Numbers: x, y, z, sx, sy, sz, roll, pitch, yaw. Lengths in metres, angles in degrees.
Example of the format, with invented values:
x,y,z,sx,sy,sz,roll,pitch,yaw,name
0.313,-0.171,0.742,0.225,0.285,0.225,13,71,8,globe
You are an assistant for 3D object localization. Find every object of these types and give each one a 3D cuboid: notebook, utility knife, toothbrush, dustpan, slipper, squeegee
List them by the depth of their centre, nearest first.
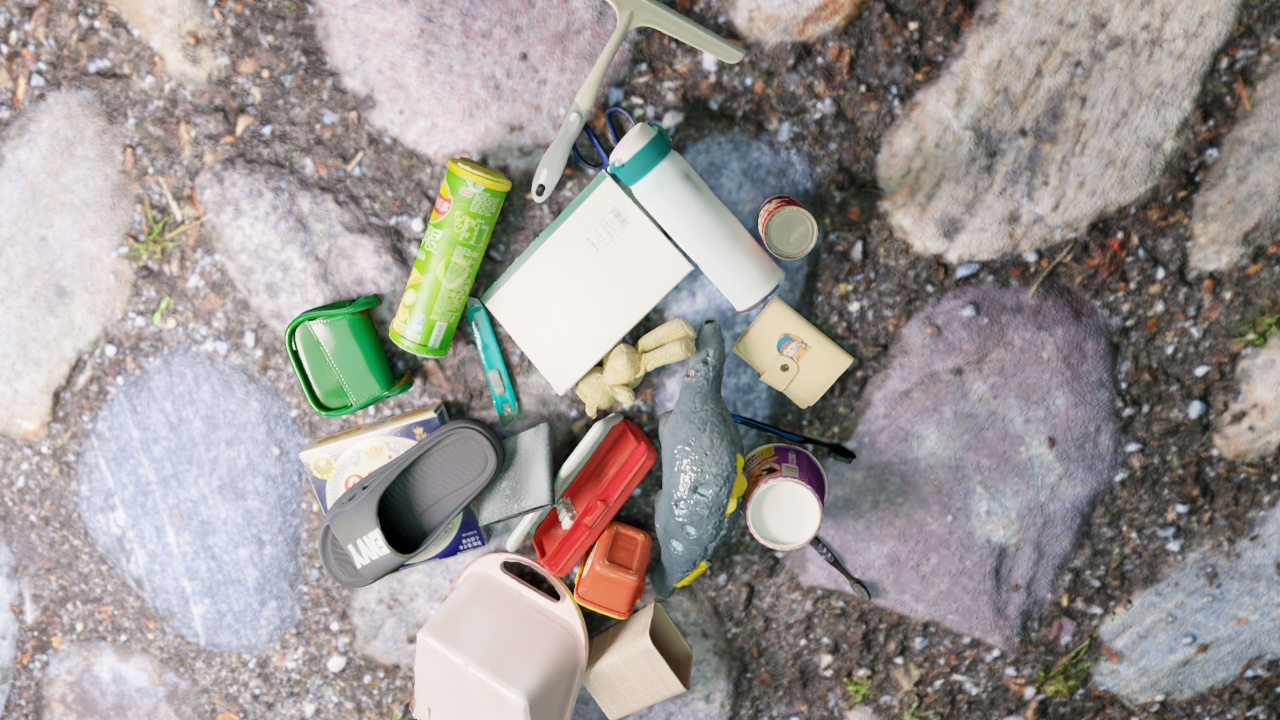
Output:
x,y,z,sx,sy,sz,roll,pitch,yaw,name
-0.057,-0.276,0.963,0.246,0.039,0.247,30,103,-1,squeegee
-0.064,-0.084,1.014,0.209,0.012,0.150,-43,82,17,notebook
-0.272,0.169,1.044,0.268,0.083,0.110,-39,98,11,slipper
0.160,0.086,1.070,0.189,0.014,0.016,18,131,0,toothbrush
-0.174,0.001,1.072,0.029,0.013,0.161,-15,104,7,utility knife
0.215,0.224,1.103,0.014,0.016,0.189,-43,97,8,toothbrush
-0.164,0.379,1.136,0.223,0.138,0.274,26,134,20,dustpan

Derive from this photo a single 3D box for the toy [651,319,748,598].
x,y,z,sx,sy,sz,roll,pitch,yaw,name
0.063,0.135,1.035,0.091,0.138,0.357,2,106,-19,toy

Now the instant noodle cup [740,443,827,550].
x,y,z,sx,sy,sz,roll,pitch,yaw,name
0.161,0.160,1.042,0.111,0.099,0.111,1,102,5,instant noodle cup

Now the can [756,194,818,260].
x,y,z,sx,sy,sz,roll,pitch,yaw,name
0.149,-0.140,0.946,0.053,0.132,0.053,1,106,4,can

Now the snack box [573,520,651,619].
x,y,z,sx,sy,sz,roll,pitch,yaw,name
-0.027,0.243,1.077,0.082,0.091,0.080,21,132,-3,snack box

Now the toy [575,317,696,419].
x,y,z,sx,sy,sz,roll,pitch,yaw,name
-0.006,0.006,1.030,0.157,0.105,0.066,-31,145,23,toy

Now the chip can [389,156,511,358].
x,y,z,sx,sy,sz,roll,pitch,yaw,name
-0.212,-0.110,1.014,0.072,0.072,0.221,23,105,-2,chip can

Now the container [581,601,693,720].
x,y,z,sx,sy,sz,roll,pitch,yaw,name
-0.007,0.370,1.124,0.111,0.089,0.090,-31,101,15,container

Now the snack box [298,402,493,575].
x,y,z,sx,sy,sz,roll,pitch,yaw,name
-0.293,0.162,1.109,0.178,0.045,0.182,-16,104,8,snack box

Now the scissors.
x,y,z,sx,sy,sz,roll,pitch,yaw,name
-0.023,-0.189,1.007,0.128,0.012,0.173,2,104,5,scissors

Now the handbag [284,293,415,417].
x,y,z,sx,sy,sz,roll,pitch,yaw,name
-0.336,-0.005,1.060,0.120,0.068,0.131,-17,102,1,handbag

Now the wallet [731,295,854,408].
x,y,z,sx,sy,sz,roll,pitch,yaw,name
0.170,-0.005,1.039,0.115,0.024,0.087,38,106,-7,wallet

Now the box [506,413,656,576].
x,y,z,sx,sy,sz,roll,pitch,yaw,name
-0.081,0.148,1.064,0.091,0.094,0.202,26,108,-36,box

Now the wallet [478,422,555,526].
x,y,z,sx,sy,sz,roll,pitch,yaw,name
-0.144,0.133,1.057,0.121,0.019,0.097,-22,60,34,wallet

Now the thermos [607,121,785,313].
x,y,z,sx,sy,sz,roll,pitch,yaw,name
0.059,-0.154,0.973,0.073,0.073,0.224,-40,105,13,thermos
